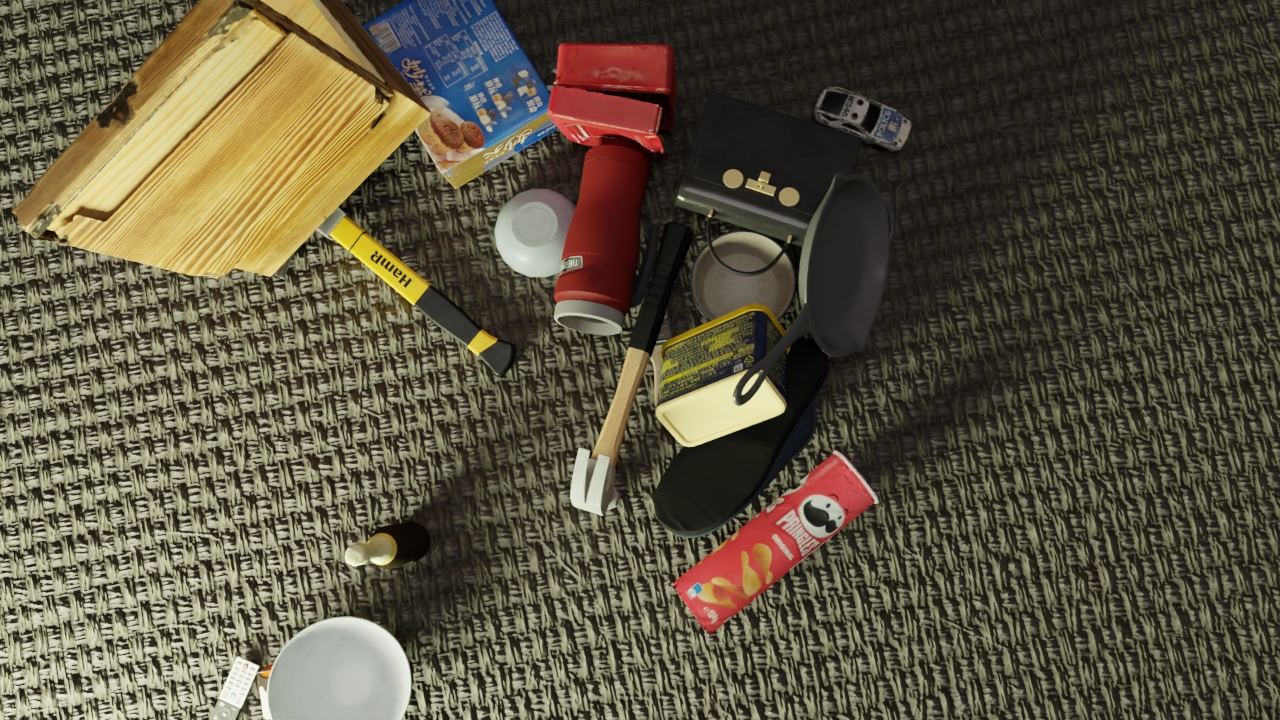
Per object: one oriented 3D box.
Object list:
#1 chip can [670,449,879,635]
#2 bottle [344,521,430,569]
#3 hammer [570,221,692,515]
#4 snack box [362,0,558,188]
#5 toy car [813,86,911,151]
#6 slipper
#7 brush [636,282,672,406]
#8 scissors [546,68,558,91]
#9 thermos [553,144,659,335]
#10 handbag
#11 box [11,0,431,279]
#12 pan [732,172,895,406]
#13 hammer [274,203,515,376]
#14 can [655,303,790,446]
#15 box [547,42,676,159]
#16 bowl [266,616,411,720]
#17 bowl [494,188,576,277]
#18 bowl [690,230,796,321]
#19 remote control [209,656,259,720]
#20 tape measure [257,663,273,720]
[{"bbox_3d":[0.144,0.196,0.991,0.233,0.073,0.073,-38,83,-1],"label":"chip can"},{"bbox_3d":[-0.265,0.195,0.953,0.045,0.184,0.045,0,83,2],"label":"bottle"},{"bbox_3d":[-0.006,0.006,0.999,0.039,0.131,0.327,16,80,10],"label":"hammer"},{"bbox_3d":[-0.208,-0.330,1.072,0.155,0.069,0.202,-31,82,-1],"label":"snack box"},{"bbox_3d":[0.257,-0.280,1.058,0.113,0.040,0.048,22,85,5],"label":"toy car"},{"bbox_3d":[0.124,0.096,0.995,0.109,0.083,0.265,19,61,41],"label":"slipper"},{"bbox_3d":[0.020,-0.018,1.052,0.039,0.012,0.151,-7,84,3],"label":"brush"},{"bbox_3d":[-0.042,-0.328,1.092,0.142,0.015,0.095,32,86,0],"label":"scissors"},{"bbox_3d":[-0.031,-0.130,1.032,0.108,0.084,0.198,18,75,-30],"label":"thermos"},{"bbox_3d":[0.127,-0.175,1.004,0.176,0.072,0.195,19,64,5],"label":"handbag"},{"bbox_3d":[-0.424,-0.257,0.905,0.279,0.336,0.286,-42,77,9],"label":"box"},{"bbox_3d":[0.180,-0.065,0.945,0.024,0.217,0.353,11,42,37],"label":"pan"},{"bbox_3d":[-0.278,-0.090,1.068,0.324,0.034,0.170,39,88,5],"label":"hammer"},{"bbox_3d":[0.087,0.018,0.968,0.135,0.104,0.075,-24,124,27],"label":"can"},{"bbox_3d":[-0.024,-0.285,1.006,0.130,0.157,0.097,7,94,3],"label":"box"},{"bbox_3d":[-0.318,0.345,0.986,0.144,0.074,0.144,2,81,-11],"label":"bowl"},{"bbox_3d":[-0.119,-0.152,1.061,0.106,0.039,0.106,0,83,3],"label":"bowl"},{"bbox_3d":[0.113,-0.083,1.031,0.115,0.059,0.115,0,83,3],"label":"bowl"},{"bbox_3d":[-0.462,0.394,1.025,0.028,0.012,0.124,22,85,5],"label":"remote control"},{"bbox_3d":[-0.395,0.358,1.003,0.038,0.058,0.058,-10,92,3],"label":"tape measure"}]
